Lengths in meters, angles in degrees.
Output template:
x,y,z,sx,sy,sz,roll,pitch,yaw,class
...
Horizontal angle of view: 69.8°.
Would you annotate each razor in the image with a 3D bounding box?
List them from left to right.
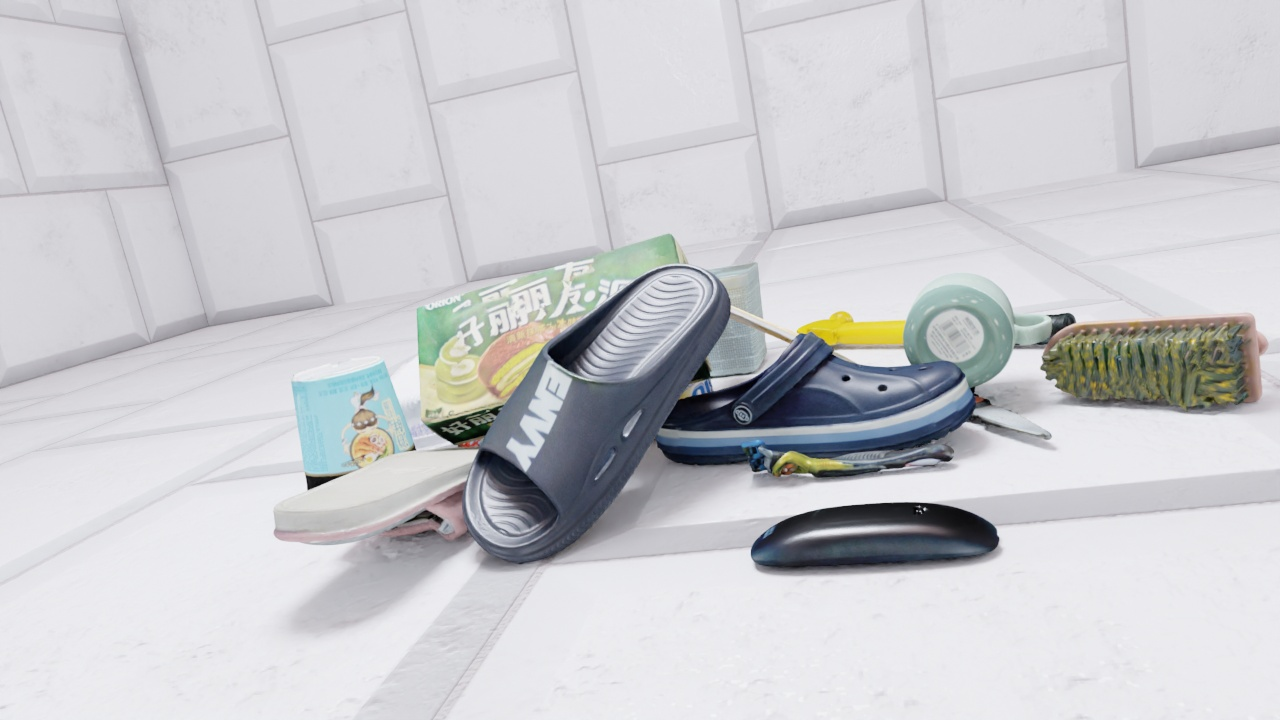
x,y,z,sx,sy,sz,roll,pitch,yaw,class
0.144,0.071,0.640,0.143,0.022,0.043,-4,-31,17,razor

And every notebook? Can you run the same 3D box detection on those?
x,y,z,sx,sy,sz,roll,pitch,yaw,class
0.112,-0.034,0.862,0.206,0.010,0.145,27,4,33,notebook

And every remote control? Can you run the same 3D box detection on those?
x,y,z,sx,sy,sz,roll,pitch,yaw,class
0.128,0.096,0.517,0.136,0.024,0.053,-7,11,16,remote control

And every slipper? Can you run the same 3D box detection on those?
x,y,z,sx,sy,sz,roll,pitch,yaw,class
-0.166,0.103,0.679,0.114,0.054,0.274,-4,3,13,slipper
-0.037,0.013,0.642,0.111,0.083,0.267,22,62,35,slipper
0.125,0.024,0.713,0.253,0.095,0.104,-9,13,27,slipper

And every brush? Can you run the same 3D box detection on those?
x,y,z,sx,sy,sz,roll,pitch,yaw,class
0.372,-0.002,0.678,0.072,0.063,0.146,-25,16,-39,brush

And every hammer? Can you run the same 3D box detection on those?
x,y,z,sx,sy,sz,roll,pitch,yaw,class
0.295,-0.029,0.962,0.301,0.033,0.128,0,16,44,hammer

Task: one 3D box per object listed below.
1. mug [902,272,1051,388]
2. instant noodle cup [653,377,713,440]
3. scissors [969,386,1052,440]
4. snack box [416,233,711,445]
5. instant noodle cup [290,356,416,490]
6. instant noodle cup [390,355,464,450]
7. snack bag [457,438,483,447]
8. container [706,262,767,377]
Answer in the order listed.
x,y,z,sx,sy,sz,roll,pitch,yaw,class
0.271,-0.024,0.739,0.112,0.082,0.106,1,12,20,mug
-0.005,0.005,0.872,0.151,0.111,0.151,-11,11,2,instant noodle cup
0.270,0.028,0.727,0.124,0.022,0.235,-16,12,-26,scissors
-0.068,-0.015,0.774,0.240,0.114,0.063,-15,-28,11,snack box
-0.250,0.062,0.797,0.111,0.120,0.111,-11,11,2,instant noodle cup
-0.213,0.036,0.954,0.138,0.060,0.173,-13,23,17,instant noodle cup
-0.120,0.075,0.858,0.104,0.026,0.048,-14,23,-13,snack bag
0.091,-0.044,1.026,0.090,0.111,0.089,-7,13,19,container
